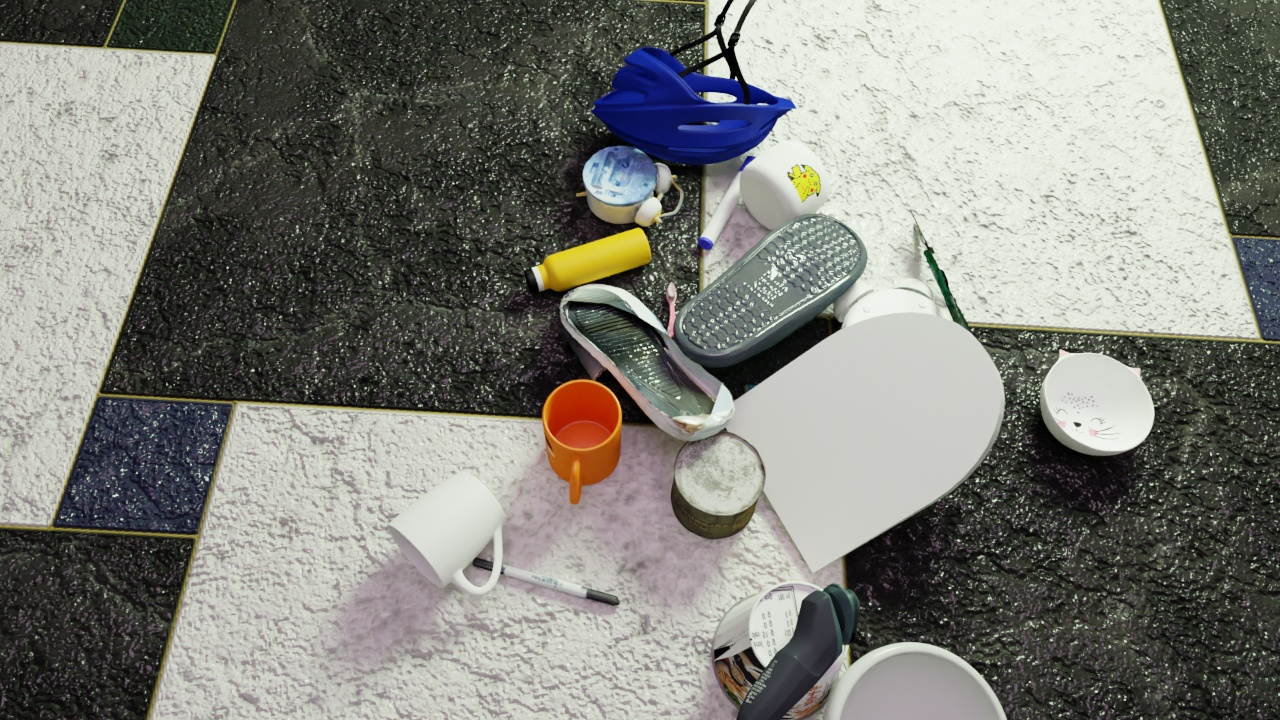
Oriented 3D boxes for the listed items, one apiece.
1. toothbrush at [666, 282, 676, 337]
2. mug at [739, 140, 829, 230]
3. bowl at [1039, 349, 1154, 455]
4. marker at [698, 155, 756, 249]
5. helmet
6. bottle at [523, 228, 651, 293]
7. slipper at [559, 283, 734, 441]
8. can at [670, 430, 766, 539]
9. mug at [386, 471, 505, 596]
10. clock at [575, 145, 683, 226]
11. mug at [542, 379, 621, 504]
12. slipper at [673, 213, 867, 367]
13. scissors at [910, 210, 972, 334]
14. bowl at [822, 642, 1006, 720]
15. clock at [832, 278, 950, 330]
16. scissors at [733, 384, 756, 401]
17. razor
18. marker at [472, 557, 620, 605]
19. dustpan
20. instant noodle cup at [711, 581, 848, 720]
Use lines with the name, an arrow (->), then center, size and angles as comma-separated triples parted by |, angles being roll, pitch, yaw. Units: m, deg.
toothbrush -> 0.038, -0.028, 1.033 | 0.021, 0.016, 0.134 | -2, 62, -1
mug -> 0.174, -0.195, 1.087 | 0.068, 0.094, 0.115 | -38, 107, -18
bowl -> 0.481, 0.054, 0.985 | 0.114, 0.051, 0.114 | 1, 63, -2
marker -> 0.108, -0.193, 1.119 | 0.020, 0.020, 0.141 | 25, 66, 11
helmet -> 0.071, -0.346, 1.087 | 0.241, 0.228, 0.147 | 7, 29, -7
bottle -> -0.062, -0.112, 1.058 | 0.143, 0.043, 0.043 | -19, 65, -11
slipper -> -0.006, 0.005, 0.978 | 0.111, 0.063, 0.264 | -16, 42, -33
can -> 0.076, 0.126, 0.923 | 0.090, 0.075, 0.089 | 0, 61, -1
mug -> -0.174, 0.172, 0.890 | 0.114, 0.081, 0.087 | 43, 63, 10
clock -> -0.010, -0.206, 1.103 | 0.125, 0.052, 0.088 | 17, 63, 7
mug -> -0.060, 0.090, 0.924 | 0.077, 0.096, 0.112 | 5, 63, 0
slipper -> 0.147, -0.063, 1.010 | 0.267, 0.083, 0.111 | -36, 60, -25
scissors -> 0.348, -0.092, 1.059 | 0.015, 0.137, 0.209 | -26, 31, 21
bowl -> 0.234, 0.342, 0.812 | 0.176, 0.066, 0.176 | 4, 71, -12
clock -> 0.280, -0.020, 1.004 | 0.125, 0.073, 0.160 | -5, 63, -4
scissors -> 0.152, 0.042, 1.000 | 0.126, 0.019, 0.154 | 31, 68, 15
razor -> 0.127, 0.244, 0.744 | 0.142, 0.047, 0.052 | -44, 97, -18
marker -> -0.093, 0.218, 0.905 | 0.152, 0.011, 0.011 | 14, 63, 6
dustpan -> 0.238, 0.065, 0.932 | 0.258, 0.053, 0.191 | -36, 70, 17
instant noodle cup -> 0.132, 0.257, 0.829 | 0.123, 0.122, 0.123 | 1, 63, -2
